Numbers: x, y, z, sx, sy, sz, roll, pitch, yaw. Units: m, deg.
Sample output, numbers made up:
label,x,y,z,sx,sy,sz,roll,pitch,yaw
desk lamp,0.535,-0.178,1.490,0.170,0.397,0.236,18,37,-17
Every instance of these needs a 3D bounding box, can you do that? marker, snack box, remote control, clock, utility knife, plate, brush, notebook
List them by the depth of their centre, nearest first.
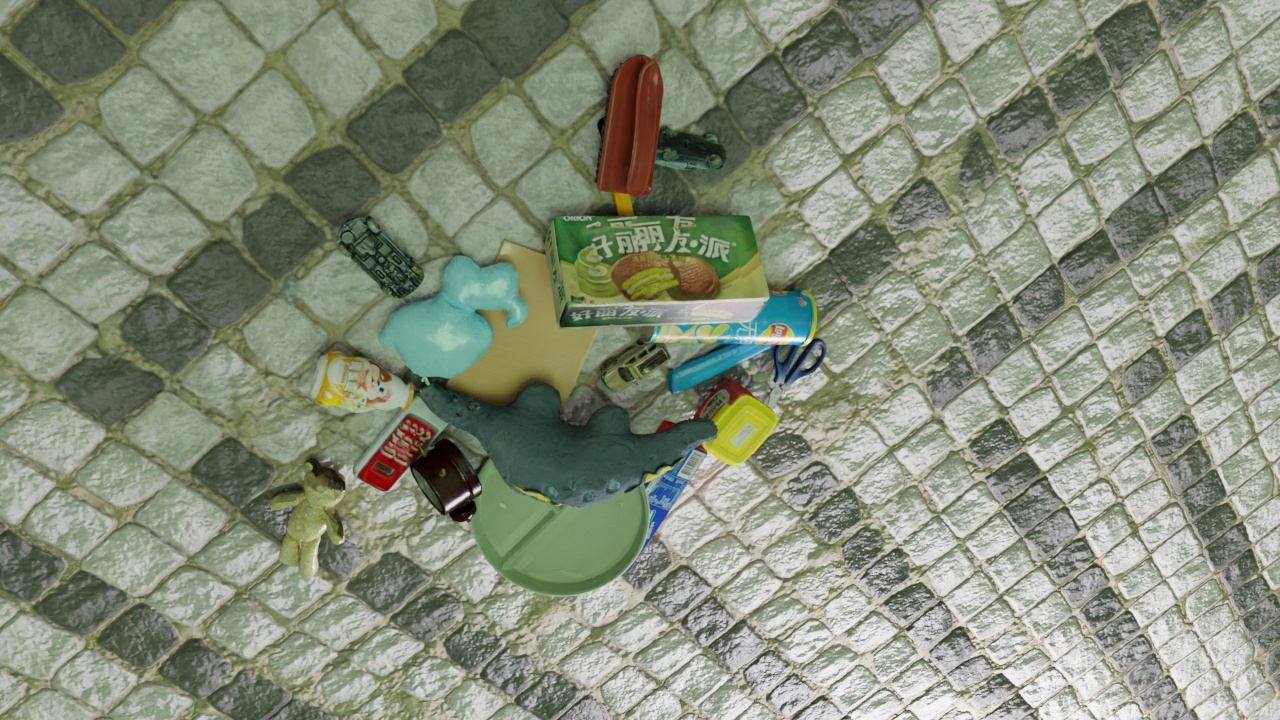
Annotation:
label,x,y,z,sx,sy,sz,roll,pitch,yaw
brush,-0.006,-0.251,0.980,0.063,0.069,0.146,1,108,-26
marker,-0.028,-0.213,1.034,0.018,0.015,0.124,-19,117,-10
snack box,0.018,-0.101,1.040,0.240,0.114,0.063,-3,155,-16
notebook,-0.133,-0.025,1.098,0.149,0.012,0.212,18,110,-23
remote control,-0.288,0.100,1.107,0.056,0.020,0.136,37,101,-28
clock,-0.233,0.150,1.110,0.055,0.082,0.122,-35,141,-26
plate,-0.103,0.193,1.171,0.230,0.027,0.230,0,106,1
utility knife,0.108,-0.002,1.181,0.161,0.018,0.034,-24,124,-7
snack box,0.120,0.078,1.188,0.082,0.080,0.091,34,102,-28
snack box,0.007,0.183,1.220,0.057,0.058,0.208,24,106,-26

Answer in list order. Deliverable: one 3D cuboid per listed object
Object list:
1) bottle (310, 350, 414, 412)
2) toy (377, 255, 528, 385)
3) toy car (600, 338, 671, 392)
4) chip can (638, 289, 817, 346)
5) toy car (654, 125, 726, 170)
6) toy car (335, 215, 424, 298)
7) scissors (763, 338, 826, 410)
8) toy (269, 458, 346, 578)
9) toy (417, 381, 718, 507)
label,x,y,z,sx,sy,sz,roll,pitch,yaw
bottle,-0.313,0.029,1.039,0.108,0.063,0.063,16,110,-24
toy,-0.211,-0.042,1.040,0.161,0.050,0.156,8,100,-10
toy car,-0.007,0.007,1.140,0.090,0.035,0.042,-32,120,3
chip can,0.106,-0.054,1.122,0.210,0.071,0.071,1,116,-18
toy car,0.053,-0.234,1.032,0.090,0.042,0.034,4,142,-16
toy car,-0.282,-0.113,0.994,0.049,0.031,0.105,-39,122,4
scissors,0.195,0.039,1.233,0.126,0.012,0.174,-7,119,-13
toy,-0.394,0.194,1.104,0.105,0.066,0.157,31,113,15
toy,-0.091,0.102,1.088,0.356,0.091,0.138,11,92,-4
